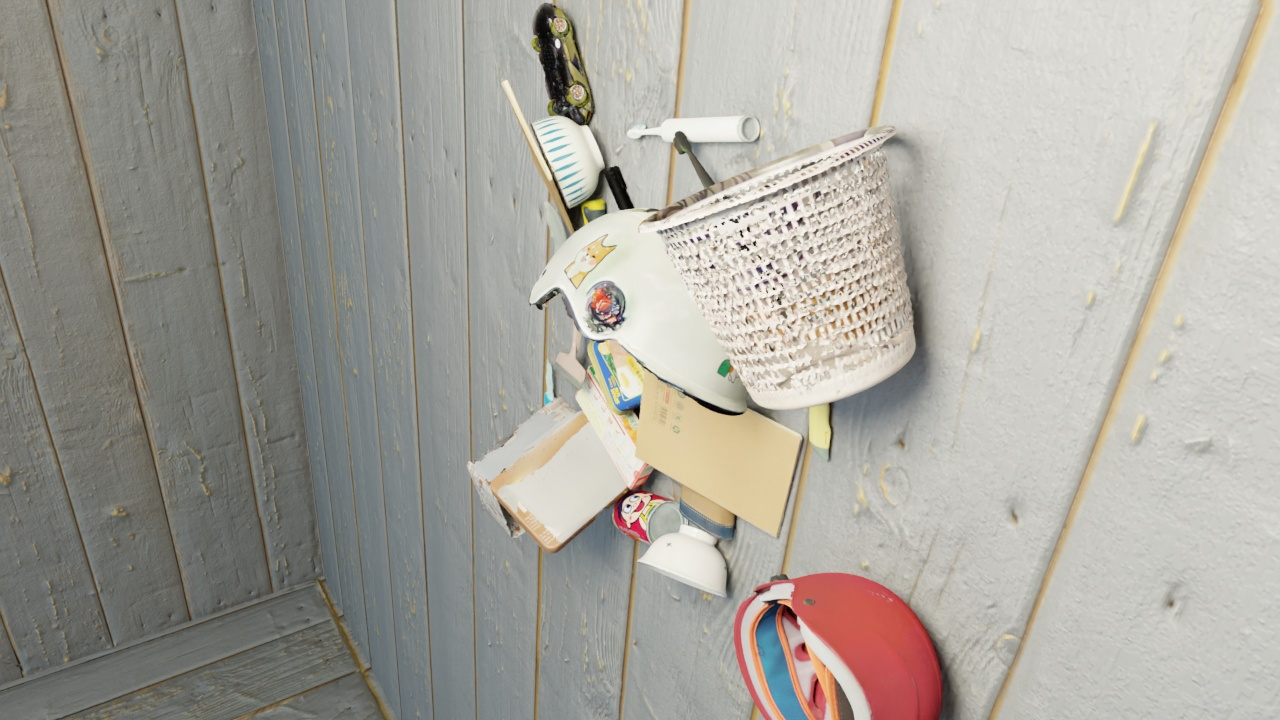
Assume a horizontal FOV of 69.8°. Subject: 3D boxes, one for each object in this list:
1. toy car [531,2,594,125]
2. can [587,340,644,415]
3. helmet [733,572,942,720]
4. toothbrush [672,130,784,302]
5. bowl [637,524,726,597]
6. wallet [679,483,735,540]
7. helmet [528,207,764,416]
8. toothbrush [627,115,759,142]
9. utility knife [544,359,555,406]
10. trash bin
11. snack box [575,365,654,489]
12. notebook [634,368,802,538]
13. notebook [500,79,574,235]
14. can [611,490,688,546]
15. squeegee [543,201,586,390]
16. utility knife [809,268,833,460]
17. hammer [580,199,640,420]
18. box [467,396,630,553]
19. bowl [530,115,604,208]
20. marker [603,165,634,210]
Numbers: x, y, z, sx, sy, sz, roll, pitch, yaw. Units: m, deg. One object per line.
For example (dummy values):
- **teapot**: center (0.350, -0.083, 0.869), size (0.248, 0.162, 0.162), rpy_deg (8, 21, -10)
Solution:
- **toy car**: center (-0.100, -0.377, 1.173), size (0.070, 0.042, 0.158), rpy_deg (-4, 104, 58)
- **can**: center (-0.007, 0.007, 1.149), size (0.083, 0.057, 0.102), rpy_deg (-25, 80, 29)
- **helmet**: center (0.199, 0.300, 0.897), size (0.240, 0.143, 0.207), rpy_deg (153, 101, -73)
- **toothbrush**: center (0.089, -0.154, 0.962), size (0.212, 0.026, 0.027), rpy_deg (60, 155, 13)
- **bowl**: center (0.063, 0.244, 1.146), size (0.118, 0.118, 0.064), rpy_deg (-3, 60, 58)
- **wallet**: center (0.083, 0.151, 1.119), size (0.090, 0.033, 0.115), rpy_deg (27, 124, 48)
- **helmet**: center (0.028, -0.071, 0.966), size (0.274, 0.229, 0.157), rpy_deg (34, 99, 43)
- **toothbrush**: center (0.049, -0.252, 1.006), size (0.221, 0.026, 0.027), rpy_deg (18, 153, 54)
- **utility knife**: center (-0.144, 0.091, 1.463), size (0.034, 0.018, 0.205), rpy_deg (39, 135, 49)
- **trash bin**: center (0.136, -0.072, 0.790), size (0.228, 0.226, 0.192), rpy_deg (-2, 113, 58)
- **snack box**: center (-0.032, 0.086, 1.216), size (0.155, 0.027, 0.077), rpy_deg (58, 147, 22)
- **notebook**: center (0.082, 0.100, 1.055), size (0.208, 0.008, 0.148), rpy_deg (27, 128, 28)
- **notebook**: center (-0.127, -0.249, 1.200), size (0.211, 0.012, 0.149), rpy_deg (70, 174, -74)
- **can**: center (0.011, 0.211, 1.225), size (0.094, 0.066, 0.066), rpy_deg (7, 108, 57)
- **squeegee**: center (-0.103, -0.098, 1.280), size (0.248, 0.040, 0.249), rpy_deg (-150, 52, -75)
- **utility knife**: center (0.180, 0.004, 0.913), size (0.031, 0.021, 0.207), rpy_deg (23, 128, 48)
- **hammer**: center (-0.043, -0.053, 1.233), size (0.126, 0.031, 0.323), rpy_deg (14, 114, 55)
- **box**: center (-0.109, 0.177, 1.287), size (0.193, 0.182, 0.157), rpy_deg (41, 157, 29)
- **bowl**: center (-0.086, -0.258, 1.161), size (0.116, 0.066, 0.116), rpy_deg (153, 94, -89)
- **marker**: center (-0.013, -0.183, 1.142), size (0.022, 0.020, 0.132), rpy_deg (-31, 73, 28)
